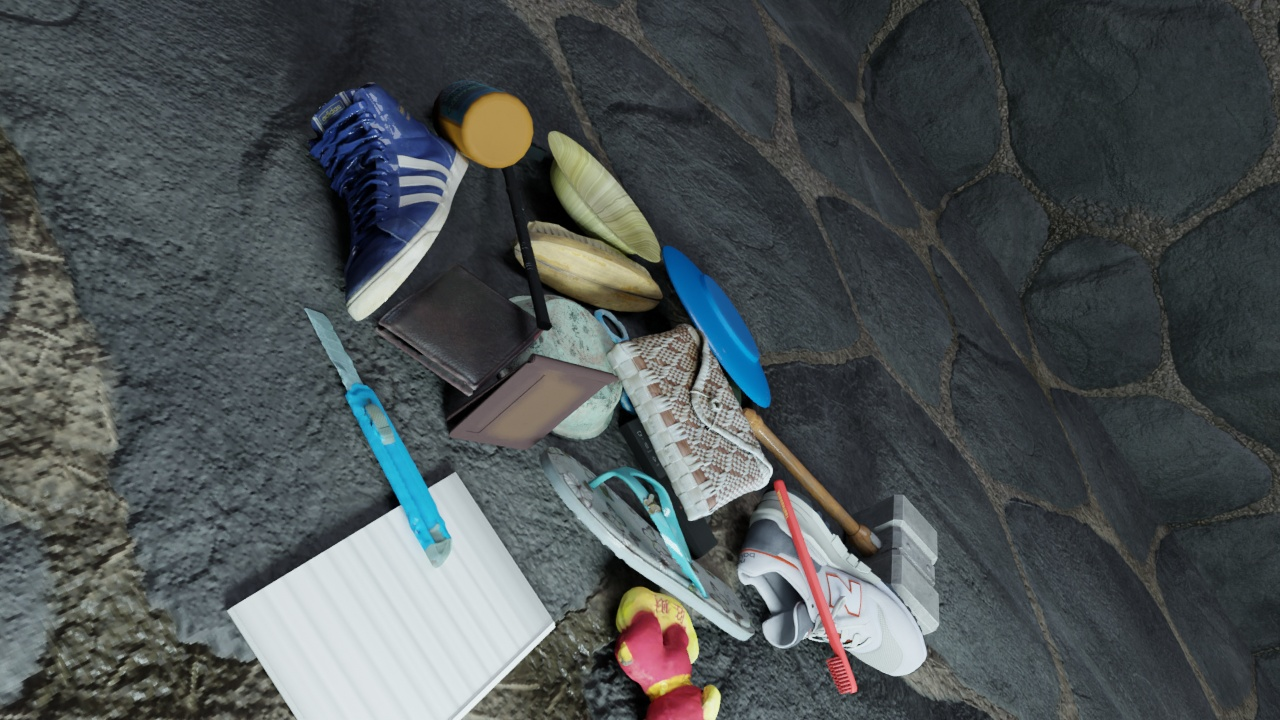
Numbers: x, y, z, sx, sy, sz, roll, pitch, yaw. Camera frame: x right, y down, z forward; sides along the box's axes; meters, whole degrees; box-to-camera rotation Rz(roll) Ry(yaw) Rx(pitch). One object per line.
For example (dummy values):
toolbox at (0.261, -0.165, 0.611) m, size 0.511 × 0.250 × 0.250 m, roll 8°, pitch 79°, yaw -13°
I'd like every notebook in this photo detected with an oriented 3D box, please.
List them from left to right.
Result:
notebook at (-0.154, 0.176, 0.624) m, size 0.142 × 0.009 × 0.209 m, roll 56°, pitch 32°, yaw 1°

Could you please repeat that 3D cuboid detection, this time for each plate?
plate at (-0.051, -0.172, 1.026) m, size 0.184 × 0.036 × 0.184 m, roll 45°, pitch 19°, yaw -21°
plate at (0.099, -0.046, 1.081) m, size 0.224 × 0.024 × 0.224 m, roll 51°, pitch 16°, yaw -21°

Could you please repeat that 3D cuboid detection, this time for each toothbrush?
toothbrush at (0.163, 0.214, 0.887) m, size 0.017 × 0.012 × 0.212 m, roll -7°, pitch 63°, yaw -20°

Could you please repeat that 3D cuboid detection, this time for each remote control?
remote control at (0.028, 0.123, 0.908) m, size 0.034 × 0.013 × 0.150 m, roll -21°, pitch 79°, yaw -57°

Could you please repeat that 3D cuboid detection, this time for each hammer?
hammer at (-0.111, -0.136, 0.877) m, size 0.095 × 0.015 × 0.324 m, roll 20°, pitch 34°, yaw -32°
hammer at (0.218, 0.166, 1.056) m, size 0.317 × 0.083 × 0.162 m, roll 46°, pitch 33°, yaw -15°

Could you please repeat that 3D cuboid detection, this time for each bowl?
bowl at (-0.070, -0.002, 0.866) m, size 0.157 × 0.039 × 0.157 m, roll 33°, pitch 39°, yaw -32°

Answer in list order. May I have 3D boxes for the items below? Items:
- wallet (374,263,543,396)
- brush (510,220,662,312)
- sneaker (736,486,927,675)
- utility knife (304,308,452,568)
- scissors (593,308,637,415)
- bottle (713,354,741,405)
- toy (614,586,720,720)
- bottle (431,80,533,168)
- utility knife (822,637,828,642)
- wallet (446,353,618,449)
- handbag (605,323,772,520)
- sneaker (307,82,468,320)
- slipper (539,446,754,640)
wallet at (-0.148, -0.027, 0.769) m, size 0.099 × 0.031 × 0.119 m, roll 33°, pitch 36°, yaw 4°
brush at (-0.054, -0.095, 0.952) m, size 0.195 × 0.059 × 0.043 m, roll 18°, pitch 35°, yaw -40°
sneaker at (0.180, 0.253, 0.934) m, size 0.240 × 0.089 × 0.124 m, roll 49°, pitch 47°, yaw 4°
utility knife at (-0.193, 0.051, 0.673) m, size 0.221 × 0.015 × 0.031 m, roll 57°, pitch 28°, yaw 13°
scissors at (-0.006, 0.006, 0.972) m, size 0.134 × 0.011 × 0.139 m, roll 44°, pitch 34°, yaw -22°
bottle at (0.087, 0.034, 1.031) m, size 0.055 × 0.055 × 0.173 m, roll 45°, pitch 28°, yaw -17°
toy at (0.018, 0.246, 0.743) m, size 0.105 × 0.067 × 0.137 m, roll 23°, pitch 38°, yaw -44°
bottle at (-0.161, -0.231, 0.878) m, size 0.067 × 0.068 × 0.157 m, roll 29°, pitch 5°, yaw -36°
utility knife at (0.166, 0.230, 1.000) m, size 0.022 × 0.015 × 0.166 m, roll -7°, pitch 71°, yaw -56°
wallet at (-0.087, 0.034, 0.738) m, size 0.091 × 0.116 × 0.018 m, roll 16°, pitch 48°, yaw -46°
handbag at (0.053, 0.052, 0.890) m, size 0.123 × 0.047 × 0.185 m, roll -17°, pitch 77°, yaw -48°
sneaker at (-0.222, -0.147, 0.742) m, size 0.118 × 0.092 × 0.232 m, roll 45°, pitch 33°, yaw -25°
slipper at (0.023, 0.159, 0.806) m, size 0.269 × 0.055 × 0.098 m, roll 44°, pitch 11°, yaw -22°
